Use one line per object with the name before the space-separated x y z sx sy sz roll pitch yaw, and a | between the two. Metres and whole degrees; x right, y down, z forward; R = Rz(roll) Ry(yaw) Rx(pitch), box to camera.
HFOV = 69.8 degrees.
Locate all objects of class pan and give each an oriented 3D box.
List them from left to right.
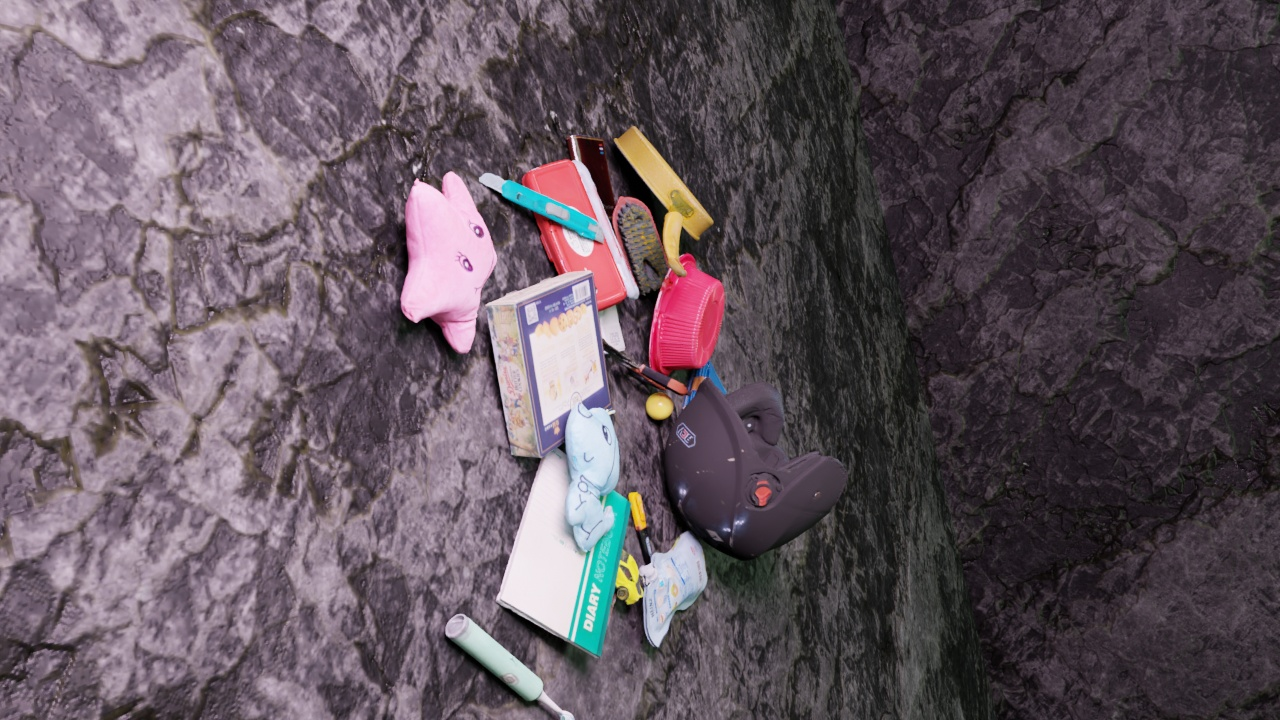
pan | 0.039 -0.218 1.323 0.197 0.078 0.357 44 12 -30

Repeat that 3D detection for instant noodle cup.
instant noodle cup | 0.076 -0.059 1.365 0.193 0.066 0.194 15 89 -73

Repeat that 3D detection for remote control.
remote control | -0.051 -0.071 1.261 0.048 0.024 0.125 -16 94 -60

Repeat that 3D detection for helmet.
helmet | 0.144 0.154 1.313 0.274 0.230 0.233 43 6 -31

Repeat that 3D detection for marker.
marker | 0.005 0.239 1.245 0.018 0.015 0.124 -20 99 -56

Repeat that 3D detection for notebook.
notebook | -0.080 0.217 1.063 0.150 0.012 0.208 40 43 -28

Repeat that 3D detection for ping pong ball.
ping pong ball | 0.028 0.066 1.330 0.040 0.040 0.040 33 51 -53

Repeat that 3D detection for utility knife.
utility knife | -0.117 -0.189 1.132 0.179 0.013 0.029 21 70 -28

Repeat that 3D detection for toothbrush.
toothbrush | -0.128 0.329 0.953 0.224 0.026 0.027 55 14 -36

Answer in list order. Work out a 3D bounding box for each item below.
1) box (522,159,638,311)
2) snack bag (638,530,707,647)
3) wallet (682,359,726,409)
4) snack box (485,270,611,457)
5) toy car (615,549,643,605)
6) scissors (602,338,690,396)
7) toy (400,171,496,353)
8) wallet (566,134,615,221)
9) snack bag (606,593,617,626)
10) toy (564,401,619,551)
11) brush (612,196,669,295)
box | -0.066 -0.166 1.208 0.154 0.074 0.201 -24 92 -53
snack bag | 0.043 0.305 1.250 0.190 0.039 0.110 -13 104 -66
wallet | 0.106 0.071 1.478 0.106 0.040 0.132 59 32 -38
snack box | -0.102 0.000 1.083 0.177 0.046 0.182 -32 119 -60
toy car | -0.026 0.253 1.143 0.105 0.032 0.048 62 10 -12
scissors | 0.002 0.010 1.243 0.207 0.192 0.015 143 -28 -82
toy | -0.201 -0.106 0.941 0.179 0.075 0.194 70 23 -45
wallet | -0.067 -0.260 1.319 0.096 0.020 0.122 -19 97 -62
snack bag | -0.060 0.271 1.099 0.104 0.026 0.048 57 34 -35
toy | -0.055 0.128 1.070 0.155 0.050 0.161 -68 146 -43
brush | -0.002 -0.172 1.351 0.069 0.063 0.146 -125 -167 -66
